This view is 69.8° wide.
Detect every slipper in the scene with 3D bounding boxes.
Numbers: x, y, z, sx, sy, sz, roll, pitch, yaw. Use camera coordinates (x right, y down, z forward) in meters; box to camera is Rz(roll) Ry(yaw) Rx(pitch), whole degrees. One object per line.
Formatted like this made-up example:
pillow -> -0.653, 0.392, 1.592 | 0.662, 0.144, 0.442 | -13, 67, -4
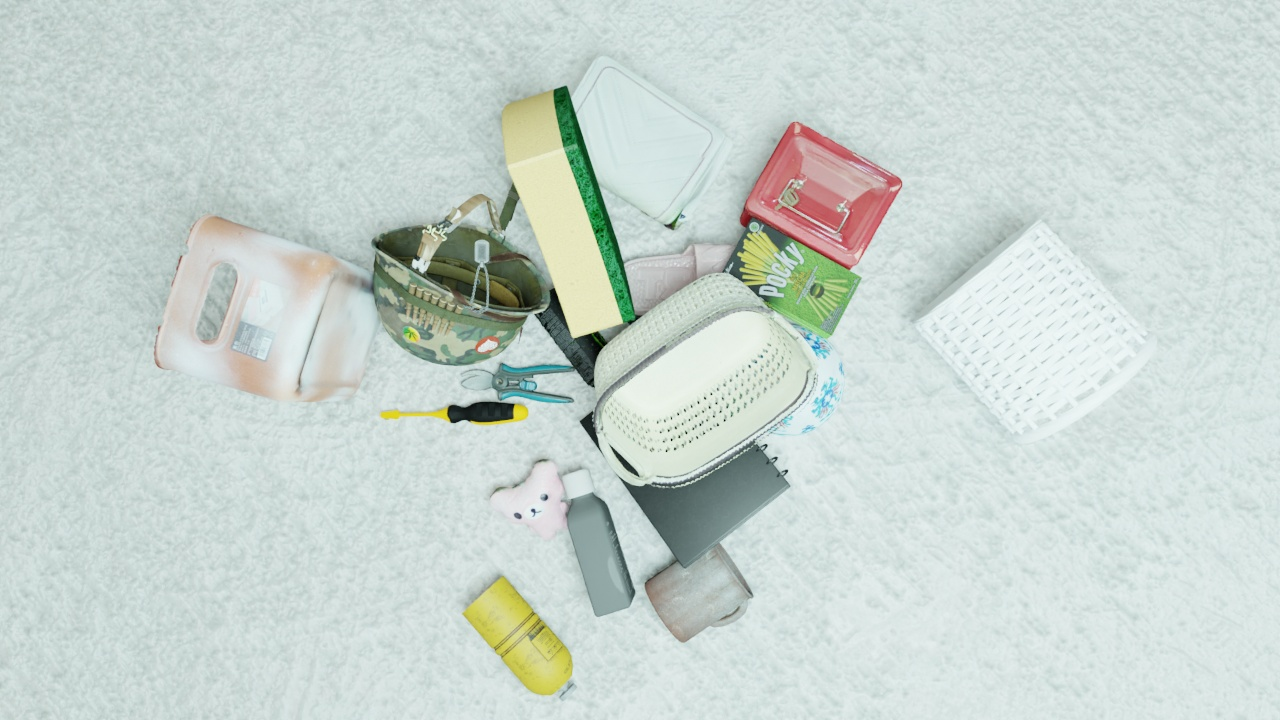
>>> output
slipper -> 0.075, -0.098, 1.130 | 0.240, 0.064, 0.094 | 1, 80, 18

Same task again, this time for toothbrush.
toothbrush -> -0.241, 0.069, 1.186 | 0.197, 0.031, 0.031 | -1, 66, 7

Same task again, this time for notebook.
notebook -> 0.053, 0.111, 1.132 | 0.169, 0.019, 0.231 | -38, 66, 2

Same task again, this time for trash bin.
trash bin -> -0.420, -0.050, 1.093 | 0.157, 0.260, 0.181 | 17, 88, 1

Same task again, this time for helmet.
helmet -> -0.214, -0.106, 1.106 | 0.224, 0.192, 0.237 | 14, 115, 18

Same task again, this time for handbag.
handbag -> 0.002, -0.270, 1.154 | 0.198, 0.096, 0.142 | 36, 105, 4

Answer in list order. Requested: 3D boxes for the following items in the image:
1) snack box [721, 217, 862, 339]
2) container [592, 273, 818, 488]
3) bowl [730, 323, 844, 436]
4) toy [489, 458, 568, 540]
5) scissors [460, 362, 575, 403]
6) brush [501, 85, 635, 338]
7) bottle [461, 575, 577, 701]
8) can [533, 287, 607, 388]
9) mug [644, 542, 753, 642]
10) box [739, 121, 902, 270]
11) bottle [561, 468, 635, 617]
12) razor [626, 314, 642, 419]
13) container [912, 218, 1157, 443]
snack box -> 0.176, -0.097, 1.084 | 0.147, 0.025, 0.080 | 29, 81, 1
container -> 0.063, 0.018, 1.042 | 0.252, 0.143, 0.185 | -35, 126, 11
bowl -> 0.185, 0.023, 1.134 | 0.144, 0.074, 0.144 | 0, 87, 4
toy -> -0.129, 0.183, 1.162 | 0.099, 0.052, 0.096 | -34, 98, 5
scissors -> -0.152, 0.032, 1.186 | 0.130, 0.019, 0.150 | -43, 86, 0
brush -> -0.081, -0.173, 1.057 | 0.075, 0.194, 0.250 | -17, 124, 3
bottle -> -0.142, 0.353, 1.143 | 0.071, 0.071, 0.164 | -43, 85, 1
can -> -0.080, -0.028, 1.166 | 0.054, 0.054, 0.137 | -37, 85, 1
mug -> 0.079, 0.291, 1.130 | 0.110, 0.096, 0.123 | -32, 116, 7
box -> 0.215, -0.190, 1.124 | 0.157, 0.117, 0.135 | 32, 87, 2
bottle -> -0.056, 0.221, 1.138 | 0.046, 0.084, 0.174 | -18, 85, 3
razor -> -0.007, 0.007, 1.166 | 0.042, 0.022, 0.143 | -2, 71, 4
container -> 0.448, -0.034, 1.060 | 0.189, 0.189, 0.187 | -41, 84, 1
